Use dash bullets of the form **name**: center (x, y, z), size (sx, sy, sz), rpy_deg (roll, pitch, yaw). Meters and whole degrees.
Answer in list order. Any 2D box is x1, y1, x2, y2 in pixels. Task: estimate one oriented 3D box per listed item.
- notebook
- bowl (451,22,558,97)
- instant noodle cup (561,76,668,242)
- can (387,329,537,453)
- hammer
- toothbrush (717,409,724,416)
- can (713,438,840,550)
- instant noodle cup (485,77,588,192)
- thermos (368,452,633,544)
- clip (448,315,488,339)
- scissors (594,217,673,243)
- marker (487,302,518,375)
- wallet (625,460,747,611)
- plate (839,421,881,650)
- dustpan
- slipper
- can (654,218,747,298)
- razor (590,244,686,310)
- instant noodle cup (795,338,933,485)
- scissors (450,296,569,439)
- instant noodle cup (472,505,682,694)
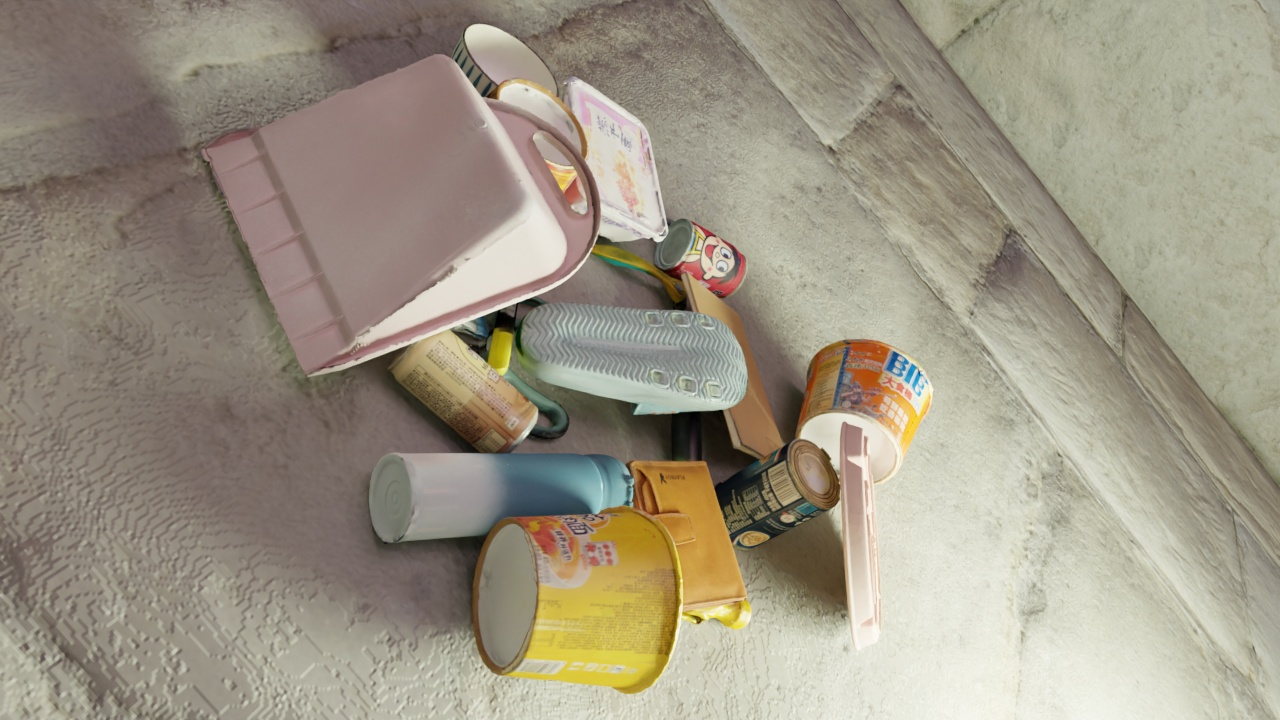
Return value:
- **notebook**: center (0.109, 0.016, 1.020), size (0.149, 0.012, 0.211), rpy_deg (30, 39, -55)
- **bowl**: center (-0.152, -0.290, 0.970), size (0.116, 0.066, 0.116), rpy_deg (28, 39, -26)
- **instant noodle cup**: center (-0.044, -0.209, 1.004), size (0.138, 0.060, 0.173), rpy_deg (22, 48, -45)
- **can**: center (-0.142, 0.025, 0.741), size (0.116, 0.059, 0.058), rpy_deg (43, 38, -14)
- **hammer**: center (0.045, 0.104, 0.889), size (0.128, 0.033, 0.300), rpy_deg (26, 48, -32)
- **toothbrush**: center (0.056, 0.014, 0.994), size (0.191, 0.018, 0.016), rpy_deg (47, 37, -9)
- **can**: center (0.133, 0.132, 0.904), size (0.075, 0.111, 0.075), rpy_deg (27, 44, -30)
- **instant noodle cup**: center (-0.123, -0.199, 0.898), size (0.138, 0.109, 0.137), rpy_deg (28, 44, -30)
- **thermos**: center (-0.099, 0.104, 0.718), size (0.220, 0.070, 0.070), rpy_deg (6, 57, -44)
- **clip**: center (-0.155, -0.034, 0.786), size (0.056, 0.027, 0.024), rpy_deg (18, 47, -45)
- **scissors**: center (-0.026, -0.183, 1.067), size (0.180, 0.014, 0.159), rpy_deg (17, 50, -36)
- **marker**: center (-0.120, -0.034, 0.818), size (0.018, 0.015, 0.123), rpy_deg (4, 48, -2)
- **wallet**: center (0.033, 0.151, 0.798), size (0.119, 0.035, 0.130), rpy_deg (9, 57, -48)
- **plate**: center (0.226, 0.176, 0.935), size (0.229, 0.028, 0.229), rpy_deg (-4, 89, -75)
- **dustpan**: center (-0.173, -0.119, 0.751), size (0.222, 0.273, 0.139), rpy_deg (63, 1, 16)
- **slipper**: center (-0.005, 0.005, 0.868), size (0.245, 0.074, 0.104), rpy_deg (7, 54, -26)
- **can**: center (0.072, -0.118, 1.075), size (0.093, 0.067, 0.066), rpy_deg (25, 45, -33)
- **razor**: center (0.000, -0.099, 1.019), size (0.132, 0.028, 0.043), rpy_deg (27, 48, -28)
- **instant noodle cup**: center (0.253, 0.066, 1.065), size (0.151, 0.152, 0.111), rpy_deg (44, 46, -13)
- **scissors**: center (-0.112, 0.004, 0.824), size (0.170, 0.019, 0.180), rpy_deg (-2, 64, -49)
- **instant noodle cup**: center (-0.053, 0.172, 0.668), size (0.109, 0.138, 0.137), rpy_deg (11, 54, -31)
